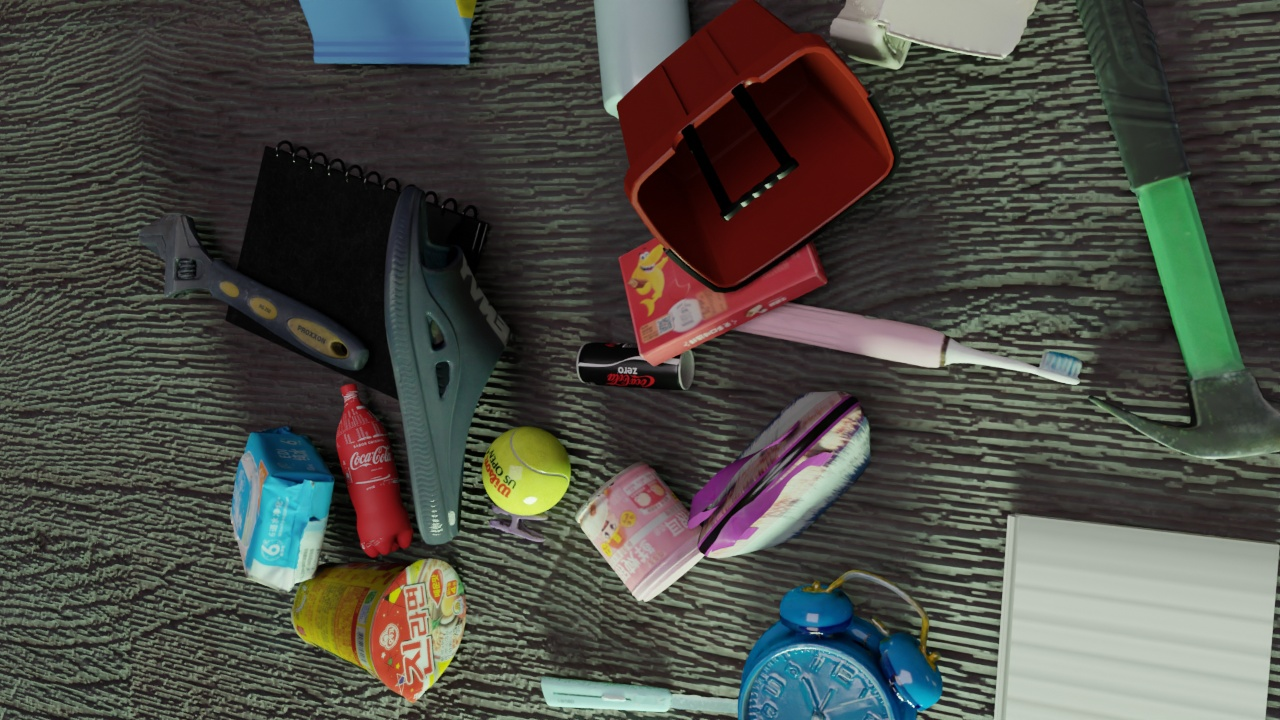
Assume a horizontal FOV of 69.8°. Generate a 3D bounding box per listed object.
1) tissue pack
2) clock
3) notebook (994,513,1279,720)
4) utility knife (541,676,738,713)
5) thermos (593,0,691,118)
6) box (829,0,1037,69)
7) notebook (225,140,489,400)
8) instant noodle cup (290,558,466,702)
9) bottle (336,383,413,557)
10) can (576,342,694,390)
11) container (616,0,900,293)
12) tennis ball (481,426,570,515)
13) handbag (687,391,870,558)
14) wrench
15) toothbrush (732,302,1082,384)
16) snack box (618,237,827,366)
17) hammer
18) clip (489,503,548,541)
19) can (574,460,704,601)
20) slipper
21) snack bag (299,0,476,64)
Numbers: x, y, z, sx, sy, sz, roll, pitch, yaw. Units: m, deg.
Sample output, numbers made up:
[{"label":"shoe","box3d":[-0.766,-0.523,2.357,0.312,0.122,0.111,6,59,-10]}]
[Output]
[{"label":"tissue pack","box3d":[-0.296,0.117,0.750,0.144,0.061,0.093,27,105,59]},{"label":"clock","box3d":[0.126,0.211,0.597,0.117,0.060,0.161,28,101,20]},{"label":"notebook","box3d":[0.292,0.205,0.554,0.143,0.009,0.210,4,93,22]},{"label":"utility knife","box3d":[0.000,0.249,0.679,0.158,0.015,0.022,-3,89,20]},{"label":"thermos","box3d":[-0.002,-0.278,0.634,0.078,0.065,0.207,-5,89,9]},{"label":"box","box3d":[0.172,-0.236,0.505,0.101,0.186,0.145,18,107,5]},{"label":"notebook","box3d":[-0.243,-0.076,0.768,0.232,0.019,0.169,21,101,21]},{"label":"instant noodle cup","box3d":[-0.213,0.199,0.728,0.113,0.100,0.100,3,93,32]},{"label":"bottle","box3d":[-0.222,0.088,0.751,0.042,0.041,0.141,-18,84,22]},{"label":"can","box3d":[-0.004,0.004,0.661,0.081,0.031,0.031,3,93,23]},{"label":"container","box3d":[0.069,-0.113,0.537,0.148,0.127,0.200,-36,42,16]},{"label":"tennis ball","box3d":[-0.084,0.082,0.679,0.065,0.065,0.065,1,92,23]},{"label":"handbag","box3d":[0.075,0.076,0.554,0.068,0.169,0.145,46,107,15]},{"label":"wrench","box3d":[-0.337,-0.057,0.789,0.273,0.022,0.073,26,98,21]},{"label":"toothbrush","box3d":[0.164,-0.013,0.593,0.223,0.027,0.026,12,102,22]},{"label":"snack box","box3d":[0.052,-0.062,0.623,0.133,0.021,0.089,-26,57,22]},{"label":"hammer","box3d":[0.300,-0.100,0.530,0.130,0.032,0.318,-15,85,23]},{"label":"clip","box3d":[-0.095,0.124,0.715,0.052,0.013,0.036,14,95,25]},{"label":"can","box3d":[0.003,0.120,0.642,0.067,0.067,0.076,-46,74,18]},{"label":"slipper","box3d":[-0.136,0.008,0.676,0.083,0.110,0.268,-4,105,-6]},{"label":"snack bag","box3d":[-0.198,-0.335,0.704,0.159,0.102,0.205,8,108,23]}]
